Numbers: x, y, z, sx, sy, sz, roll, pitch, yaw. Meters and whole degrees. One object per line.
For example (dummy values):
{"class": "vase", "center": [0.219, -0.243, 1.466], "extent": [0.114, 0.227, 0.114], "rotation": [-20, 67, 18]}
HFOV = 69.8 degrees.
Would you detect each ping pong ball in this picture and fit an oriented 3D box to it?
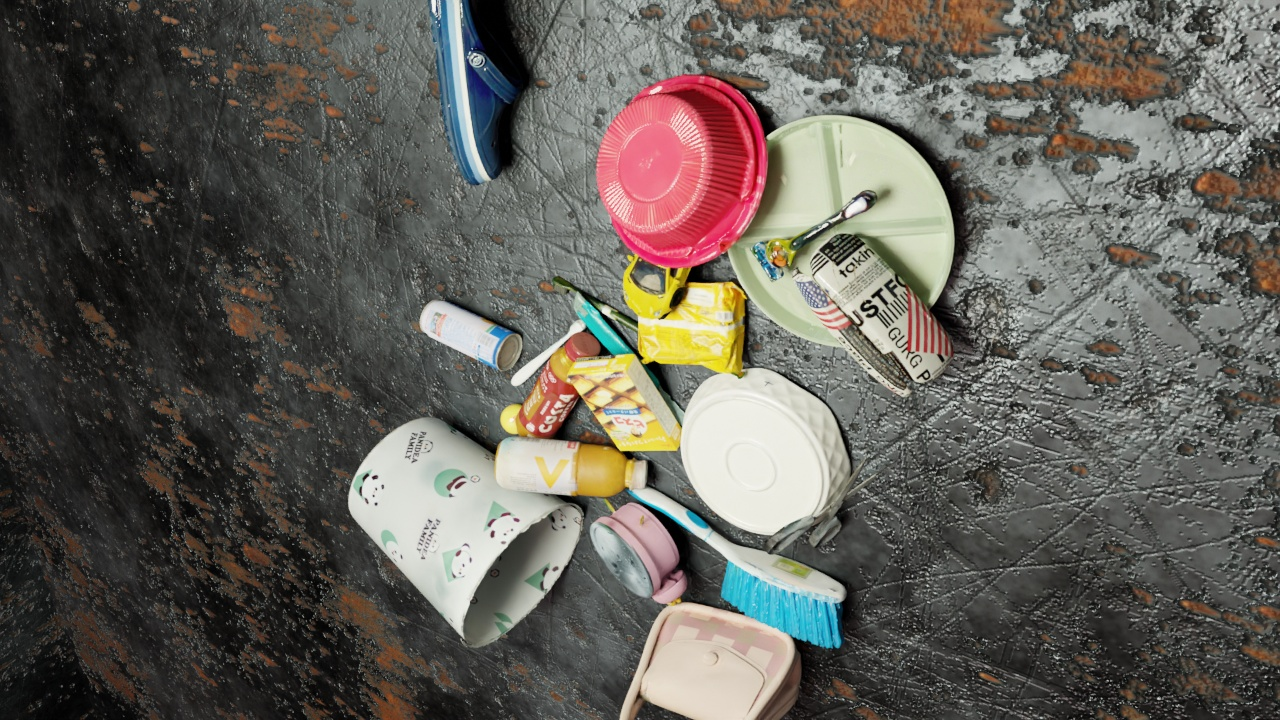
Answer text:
{"class": "ping pong ball", "center": [-0.168, 0.079, 1.234], "extent": [0.040, 0.040, 0.040], "rotation": [16, 122, 28]}

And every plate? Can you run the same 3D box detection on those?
{"class": "plate", "center": [0.189, -0.123, 0.887], "extent": [0.230, 0.027, 0.230], "rotation": [17, 122, 28]}
{"class": "plate", "center": [0.131, 0.110, 1.035], "extent": [0.205, 0.045, 0.205], "rotation": [15, 121, 26]}

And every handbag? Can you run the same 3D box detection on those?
{"class": "handbag", "center": [0.070, 0.406, 1.109], "extent": [0.194, 0.233, 0.093], "rotation": [7, 119, 32]}

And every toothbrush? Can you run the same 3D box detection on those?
{"class": "toothbrush", "center": [-0.031, -0.052, 1.089], "extent": [0.186, 0.012, 0.017], "rotation": [31, 133, 19]}
{"class": "toothbrush", "center": [-0.118, -0.009, 1.172], "extent": [0.181, 0.016, 0.016], "rotation": [-37, 83, 43]}

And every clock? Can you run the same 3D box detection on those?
{"class": "clock", "center": [0.002, 0.254, 1.174], "extent": [0.117, 0.059, 0.158], "rotation": [11, 129, 53]}

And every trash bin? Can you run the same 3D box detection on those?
{"class": "trash bin", "center": [-0.245, 0.219, 1.254], "extent": [0.252, 0.228, 0.230], "rotation": [35, 129, 23]}

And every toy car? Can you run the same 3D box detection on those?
{"class": "toy car", "center": [0.028, -0.115, 0.968], "extent": [0.071, 0.041, 0.156], "rotation": [32, 106, 26]}

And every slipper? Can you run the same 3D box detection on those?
{"class": "slipper", "center": [-0.179, -0.318, 1.006], "extent": [0.095, 0.105, 0.253], "rotation": [-8, 132, -6]}

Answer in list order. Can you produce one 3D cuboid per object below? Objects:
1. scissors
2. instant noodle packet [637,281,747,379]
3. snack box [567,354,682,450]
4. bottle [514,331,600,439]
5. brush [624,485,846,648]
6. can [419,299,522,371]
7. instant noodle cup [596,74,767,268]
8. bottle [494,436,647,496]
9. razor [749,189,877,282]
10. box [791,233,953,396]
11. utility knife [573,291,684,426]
{"class": "scissors", "center": [0.203, 0.158, 0.983], "extent": [0.014, 0.159, 0.181], "rotation": [58, 164, 33]}
{"class": "instant noodle packet", "center": [0.058, -0.041, 1.009], "extent": [0.129, 0.044, 0.111], "rotation": [9, 113, 29]}
{"class": "snack box", "center": [-0.016, 0.052, 1.088], "extent": [0.087, 0.033, 0.140], "rotation": [-4, 135, 35]}
{"class": "bottle", "center": [-0.103, 0.035, 1.154], "extent": [0.057, 0.057, 0.175], "rotation": [42, 130, 10]}
{"class": "brush", "center": [0.108, 0.242, 1.122], "extent": [0.315, 0.060, 0.109], "rotation": [16, 116, 31]}
{"class": "can", "center": [-0.224, -0.035, 1.205], "extent": [0.135, 0.053, 0.053], "rotation": [24, 125, 23]}
{"class": "instant noodle cup", "center": [0.025, -0.189, 0.902], "extent": [0.194, 0.065, 0.194], "rotation": [1, 92, 36]}
{"class": "bottle", "center": [-0.086, 0.136, 1.157], "extent": [0.189, 0.067, 0.068], "rotation": [5, 119, 4]}
{"class": "razor", "center": [0.165, -0.120, 0.872], "extent": [0.143, 0.022, 0.042], "rotation": [-31, 96, 41]}
{"class": "box", "center": [0.212, -0.038, 0.870], "extent": [0.162, 0.076, 0.088], "rotation": [47, 159, 1]}
{"class": "utility knife", "center": [-0.006, 0.006, 1.096], "extent": [0.222, 0.013, 0.029], "rotation": [47, 134, -2]}
